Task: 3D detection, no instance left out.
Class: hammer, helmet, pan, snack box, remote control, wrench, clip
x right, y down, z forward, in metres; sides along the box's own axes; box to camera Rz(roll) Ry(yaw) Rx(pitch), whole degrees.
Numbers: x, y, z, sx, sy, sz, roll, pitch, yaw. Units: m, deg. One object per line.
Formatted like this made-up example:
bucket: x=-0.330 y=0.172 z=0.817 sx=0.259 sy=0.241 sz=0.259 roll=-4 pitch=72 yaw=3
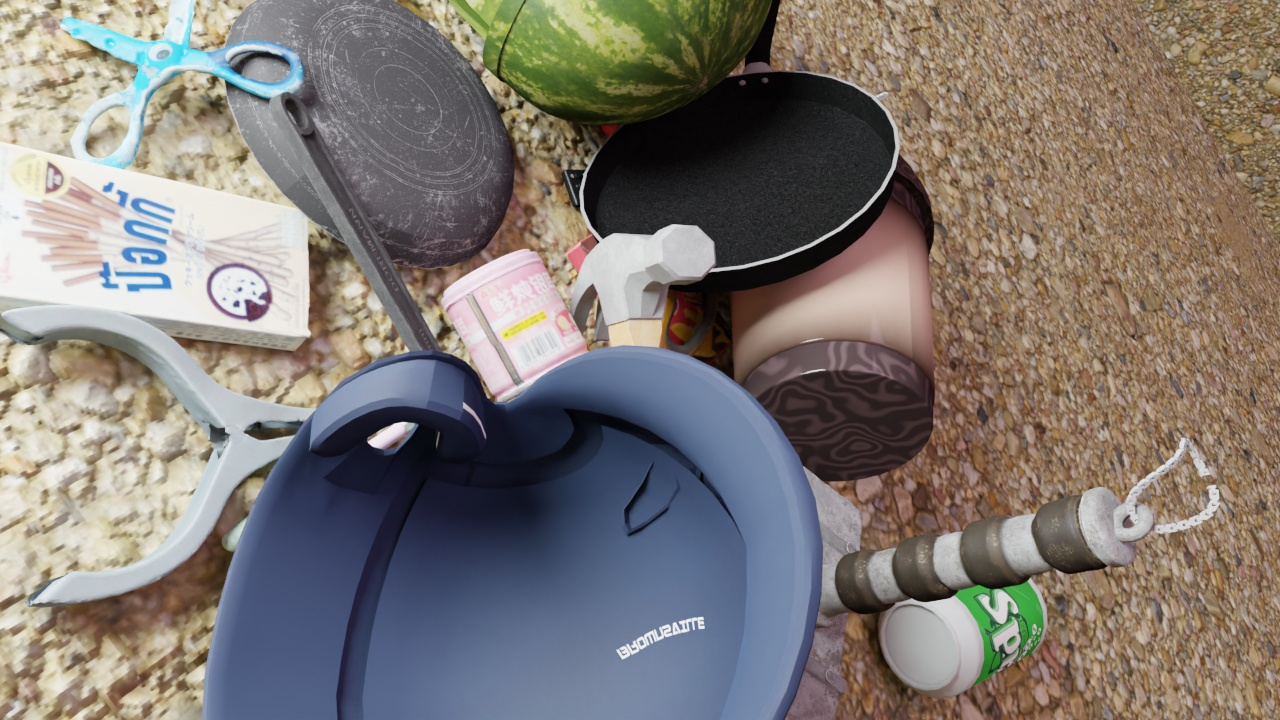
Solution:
hammer: x=0.004 y=0.087 z=0.559 sx=0.039 sy=0.131 sz=0.328 roll=-2 pitch=86 yaw=-30
helmet: x=-0.031 y=0.117 z=0.412 sx=0.223 sy=0.273 sz=0.231 roll=24 pitch=43 yaw=-39
pan: x=-0.173 y=-0.227 z=0.610 sx=0.207 sy=0.040 sz=0.356 roll=9 pitch=62 yaw=-47
helmet: x=-0.019 y=-0.290 z=0.652 sx=0.242 sy=0.214 sz=0.247 roll=-15 pitch=73 yaw=-30
snack box: x=0.011 y=-0.048 z=0.704 sx=0.133 sy=0.021 sz=0.089 roll=55 pitch=45 yaw=-7
pan: x=0.082 y=-0.182 z=0.697 sx=0.034 sy=0.226 sz=0.355 roll=69 pitch=27 yaw=-45
remote control: x=-0.005 y=-0.140 z=0.744 sx=0.139 sy=0.009 sz=0.030 roll=-10 pitch=77 yaw=-44
wrench: x=-0.132 y=-0.023 z=0.521 sx=0.273 sy=0.018 sz=0.073 roll=63 pitch=16 yaw=-17
snack box: x=-0.249 y=-0.054 z=0.476 sx=0.149 sy=0.026 sz=0.081 roll=9 pitch=64 yaw=-38
clip: x=-0.240 y=0.035 z=0.432 sx=0.165 sy=0.032 sz=0.164 roll=48 pitch=47 yaw=-23
hammer: x=0.159 y=0.123 z=0.533 sx=0.079 sy=0.327 sz=0.176 roll=37 pitch=49 yaw=-22

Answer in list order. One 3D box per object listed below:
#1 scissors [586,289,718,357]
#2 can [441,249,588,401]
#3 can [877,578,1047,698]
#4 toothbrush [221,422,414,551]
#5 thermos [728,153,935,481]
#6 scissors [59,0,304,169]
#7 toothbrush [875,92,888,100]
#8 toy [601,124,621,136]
scissors: x=-0.004 y=0.005 z=0.647 sx=0.225 sy=0.016 sz=0.229 roll=44 pitch=60 yaw=-12
can: x=-0.076 y=-0.021 z=0.564 sx=0.067 sy=0.067 sz=0.076 roll=-30 pitch=92 yaw=-45
can: x=0.264 y=0.216 z=0.750 sx=0.139 sy=0.088 sz=0.087 roll=-3 pitch=72 yaw=-42
toothbrush: x=-0.161 y=0.059 z=0.505 sx=0.154 sy=0.015 sz=0.022 roll=-37 pitch=128 yaw=-45
thermos: x=0.141 y=-0.038 z=0.692 sx=0.172 sy=0.173 sz=0.225 roll=31 pitch=44 yaw=-26
scissors: x=-0.250 y=-0.156 z=0.498 sx=0.140 sy=0.011 sz=0.133 roll=7 pitch=70 yaw=-3
toothbrush: x=0.110 y=-0.174 z=0.729 sx=0.010 sy=0.182 sz=0.010 roll=33 pitch=45 yaw=-47
toy: x=0.014 y=-0.215 z=0.773 sx=0.091 sy=0.045 sz=0.134 roll=49 pitch=52 yaw=-10
